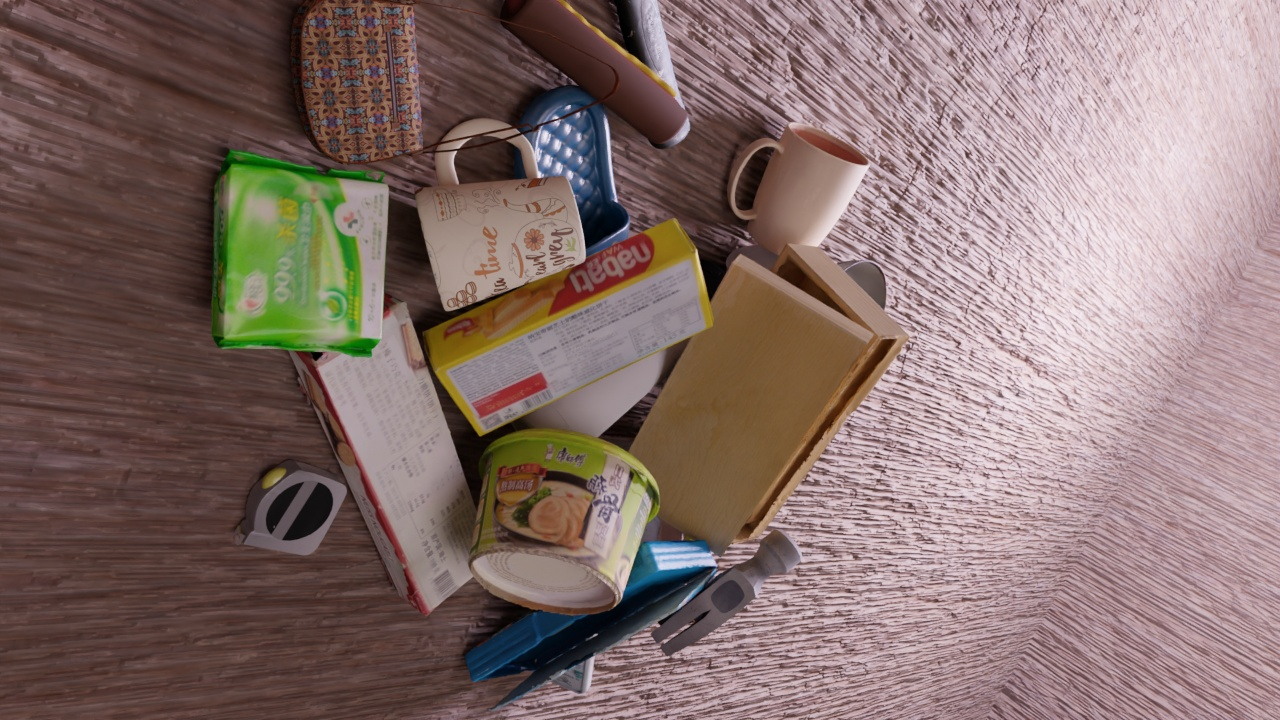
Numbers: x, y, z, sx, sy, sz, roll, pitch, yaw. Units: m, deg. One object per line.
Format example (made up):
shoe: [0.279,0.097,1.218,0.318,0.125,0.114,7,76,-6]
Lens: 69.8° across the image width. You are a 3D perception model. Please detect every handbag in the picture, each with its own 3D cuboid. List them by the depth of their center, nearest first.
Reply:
handbag: [-0.107,-0.172,0.554,0.195,0.043,0.094,-9,116,-22]

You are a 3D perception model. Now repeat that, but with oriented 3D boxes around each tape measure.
tape measure: [-0.245,0.104,0.645,0.064,0.017,0.065,30,92,-51]

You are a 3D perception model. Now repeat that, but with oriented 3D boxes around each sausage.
sausage: [-0.028,-0.200,0.623,0.155,0.040,0.040,29,93,-37]

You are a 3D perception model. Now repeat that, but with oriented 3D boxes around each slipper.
slipper: [-0.045,-0.097,0.686,0.103,0.059,0.214,-26,130,-35]

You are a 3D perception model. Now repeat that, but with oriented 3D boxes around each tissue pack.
tissue pack: [-0.198,-0.059,0.541,0.099,0.034,0.114,1,92,-36]

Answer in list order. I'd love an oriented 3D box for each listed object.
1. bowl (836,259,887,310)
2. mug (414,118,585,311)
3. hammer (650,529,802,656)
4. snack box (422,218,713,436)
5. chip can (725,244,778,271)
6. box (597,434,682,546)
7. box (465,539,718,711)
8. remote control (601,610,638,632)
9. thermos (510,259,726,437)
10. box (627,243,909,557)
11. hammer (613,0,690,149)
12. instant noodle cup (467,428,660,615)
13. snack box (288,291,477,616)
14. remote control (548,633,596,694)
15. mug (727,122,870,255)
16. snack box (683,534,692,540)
bowl: [0.192,-0.043,0.967,0.150,0.057,0.151,-26,132,-34]
mug: [-0.095,-0.102,0.606,0.097,0.122,0.081,-14,171,-8]
hammer: [0.059,0.238,0.910,0.139,0.035,0.313,-35,170,-16]
snack box: [-0.048,-0.023,0.672,0.200,0.042,0.092,-25,144,-3]
chip can: [0.118,-0.008,0.909,0.062,0.062,0.211,-31,134,-29]
box: [-0.028,0.146,0.876,0.216,0.063,0.157,12,98,-49]
box: [-0.043,0.238,0.816,0.244,0.066,0.090,-37,151,29]
remote control: [-0.032,0.276,0.984,0.124,0.010,0.039,-10,122,-42]
thermos: [-0.005,0.005,0.793,0.229,0.068,0.101,-40,149,-22]
box: [0.096,0.039,0.786,0.148,0.141,0.249,-12,139,-47]
hammer: [-0.022,-0.279,0.608,0.140,0.036,0.326,-42,139,-20]
instant noodle cup: [-0.063,0.129,0.705,0.146,0.146,0.097,63,31,-47]
snack box: [-0.178,0.077,0.677,0.076,0.044,0.273,-38,138,-31]
remote control: [-0.066,0.276,0.922,0.022,0.050,0.133,-44,147,-58]
mug: [0.132,-0.153,0.823,0.111,0.085,0.104,13,120,-21]
snack box: [0.083,0.129,0.936,0.025,0.061,0.149,17,125,-13]
